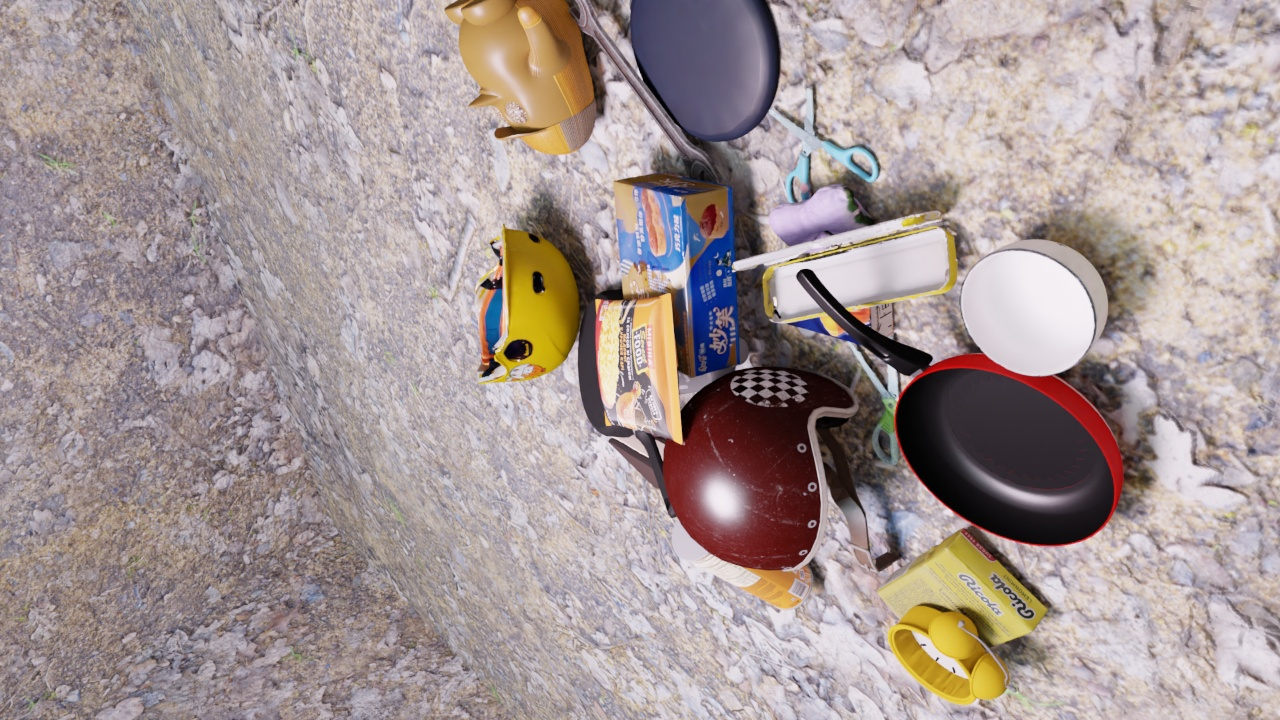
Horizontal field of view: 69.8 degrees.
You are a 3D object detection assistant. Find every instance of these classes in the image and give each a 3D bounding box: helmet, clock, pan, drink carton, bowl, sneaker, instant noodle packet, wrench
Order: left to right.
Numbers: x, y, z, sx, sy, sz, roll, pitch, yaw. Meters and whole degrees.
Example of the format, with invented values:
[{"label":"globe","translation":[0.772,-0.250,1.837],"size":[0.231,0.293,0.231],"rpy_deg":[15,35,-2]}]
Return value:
[{"label":"helmet","translation":[-0.151,-0.078,1.311],"size":[0.241,0.139,0.208],"rpy_deg":[119,149,-50]},{"label":"pan","translation":[-0.020,0.058,1.204],"size":[0.205,0.044,0.355],"rpy_deg":[108,152,-42]},{"label":"instant noodle packet","translation":[-0.006,0.005,1.068],"size":[0.221,0.032,0.160],"rpy_deg":[-175,80,-66]},{"label":"wrench","translation":[0.005,-0.289,1.006],"size":[0.273,0.010,0.070],"rpy_deg":[53,166,-5]},{"label":"pan","translation":[0.006,-0.373,0.959],"size":[0.356,0.021,0.199],"rpy_deg":[46,147,17]},{"label":"sneaker","translation":[0.047,0.115,1.290],"size":[0.111,0.116,0.294],"rpy_deg":[46,170,-14]},{"label":"helmet","translation":[0.154,0.126,1.046],"size":[0.234,0.252,0.234],"rpy_deg":[42,138,38]},{"label":"drink carton","translation":[0.197,-0.061,0.959],"size":[0.130,0.040,0.064],"rpy_deg":[20,133,44]},{"label":"pan","translation":[0.288,0.031,0.862],"size":[0.356,0.067,0.209],"rpy_deg":[47,149,4]},{"label":"clock","translation":[0.343,0.327,1.023],"size":[0.113,0.052,0.152],"rpy_deg":[52,155,-1]},{"label":"bowl","translation":[0.332,-0.050,0.761],"size":[0.113,0.063,0.114],"rpy_deg":[31,137,34]}]

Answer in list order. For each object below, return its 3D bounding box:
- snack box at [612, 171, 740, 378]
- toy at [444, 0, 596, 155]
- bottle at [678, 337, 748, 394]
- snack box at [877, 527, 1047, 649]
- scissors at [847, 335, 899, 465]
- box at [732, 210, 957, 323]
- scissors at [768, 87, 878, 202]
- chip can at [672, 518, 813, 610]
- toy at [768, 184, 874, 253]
[{"label":"snack box","translation":[0.040,-0.102,1.045],"size":[0.155,0.069,0.203],"rpy_deg":[31,130,57]},{"label":"toy","translation":[-0.131,-0.332,1.067],"size":[0.199,0.162,0.203],"rpy_deg":[36,157,57]},{"label":"bottle","translation":[0.071,-0.004,1.177],"size":[0.174,0.046,0.084],"rpy_deg":[-10,110,56]},{"label":"snack box","translation":[0.356,0.271,1.040],"size":[0.121,0.045,0.181],"rpy_deg":[46,150,12]},{"label":"scissors","translation":[0.276,0.047,0.978],"size":[0.139,0.028,0.171],"rpy_deg":[22,139,46]},{"label":"box","translation":[0.192,-0.081,0.877],"size":[0.210,0.079,0.080],"rpy_deg":[-9,96,44]},{"label":"scissors","translation":[0.177,-0.196,0.893],"size":[0.136,0.015,0.135],"rpy_deg":[28,144,36]},{"label":"chip can","translation":[0.136,0.258,1.193],"size":[0.215,0.075,0.075],"rpy_deg":[35,165,-38]},{"label":"toy","translation":[0.180,-0.138,0.908],"size":[0.100,0.036,0.080],"rpy_deg":[-11,142,42]}]
